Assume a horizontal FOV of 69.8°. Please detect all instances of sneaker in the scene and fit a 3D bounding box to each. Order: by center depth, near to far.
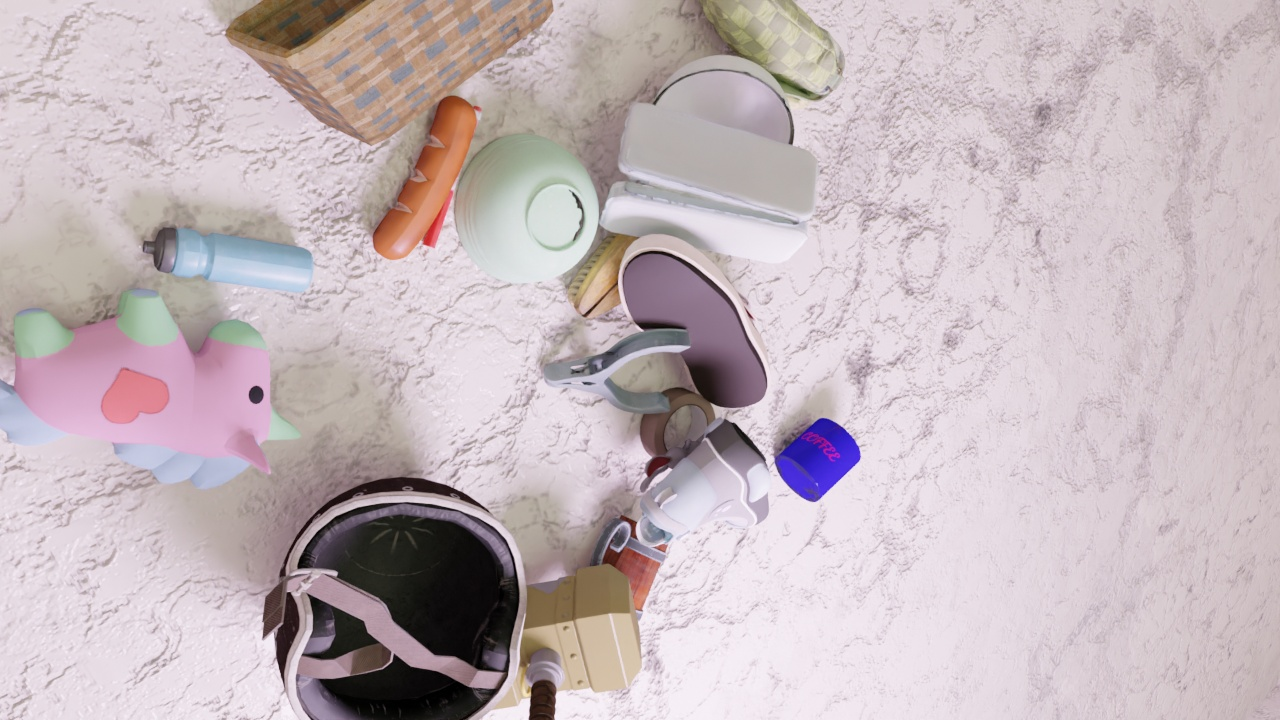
[{"bbox_3d":[0.071,-0.067,1.024,0.294,0.112,0.116,46,36,-46],"label":"sneaker"},{"bbox_3d":[0.068,0.173,1.075,0.160,0.093,0.257,-35,156,-12],"label":"sneaker"}]

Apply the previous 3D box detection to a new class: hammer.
[{"bbox_3d":[-0.094,0.345,0.879,0.190,0.324,0.101,-10,113,2],"label":"hammer"}]

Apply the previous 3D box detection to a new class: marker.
[{"bbox_3d":[-0.179,-0.176,0.879,0.012,0.013,0.142,19,92,-38],"label":"marker"}]

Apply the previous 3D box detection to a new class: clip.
[{"bbox_3d":[-0.003,0.002,0.990,0.168,0.031,0.165,15,138,-33],"label":"clip"}]

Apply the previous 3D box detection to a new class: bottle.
[{"bbox_3d":[-0.344,-0.085,0.768,0.129,0.040,0.040,7,100,-37],"label":"bottle"}]

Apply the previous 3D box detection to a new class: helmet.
[{"bbox_3d":[-0.220,0.223,0.817,0.233,0.253,0.234,13,119,-23],"label":"helmet"}]

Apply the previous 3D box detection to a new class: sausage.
[{"bbox_3d":[-0.197,-0.167,0.850,0.044,0.039,0.164,27,87,-21],"label":"sausage"}]

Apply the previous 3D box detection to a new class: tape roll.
[{"bbox_3d":[0.046,0.081,1.109,0.093,0.030,0.094,-11,110,-33],"label":"tape roll"}]

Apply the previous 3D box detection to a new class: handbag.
[{"bbox_3d":[0.127,-0.342,1.001,0.186,0.113,0.117,28,110,-32],"label":"handbag"}]

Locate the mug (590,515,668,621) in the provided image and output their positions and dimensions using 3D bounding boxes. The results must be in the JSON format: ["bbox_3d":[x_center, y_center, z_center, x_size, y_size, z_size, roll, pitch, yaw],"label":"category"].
[{"bbox_3d":[-0.026,0.241,1.070,0.117,0.081,0.111,37,77,-55],"label":"mug"}]

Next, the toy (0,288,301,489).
[{"bbox_3d":[-0.397,0.031,0.729,0.221,0.120,0.171,-17,104,-32],"label":"toy"}]

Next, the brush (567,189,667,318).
[{"bbox_3d":[-0.006,-0.121,1.001,0.195,0.043,0.059,-48,125,-16],"label":"brush"}]

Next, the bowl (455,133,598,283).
[{"bbox_3d":[-0.099,-0.145,0.906,0.150,0.077,0.151,-12,111,-32],"label":"bowl"}]

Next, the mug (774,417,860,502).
[{"bbox_3d":[0.239,0.143,1.247,0.083,0.079,0.111,-38,151,-21],"label":"mug"}]

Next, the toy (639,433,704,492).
[{"bbox_3d":[0.043,0.115,1.076,0.111,0.030,0.049,-25,146,-31],"label":"toy"}]

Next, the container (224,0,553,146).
[{"bbox_3d":[-0.207,-0.316,0.730,0.249,0.158,0.186,-43,135,-18],"label":"container"}]

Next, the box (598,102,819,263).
[{"bbox_3d":[0.070,-0.165,0.943,0.210,0.106,0.129,16,66,-7],"label":"box"}]

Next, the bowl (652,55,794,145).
[{"bbox_3d":[0.085,-0.258,0.969,0.153,0.154,0.072,45,38,-36],"label":"bowl"}]
